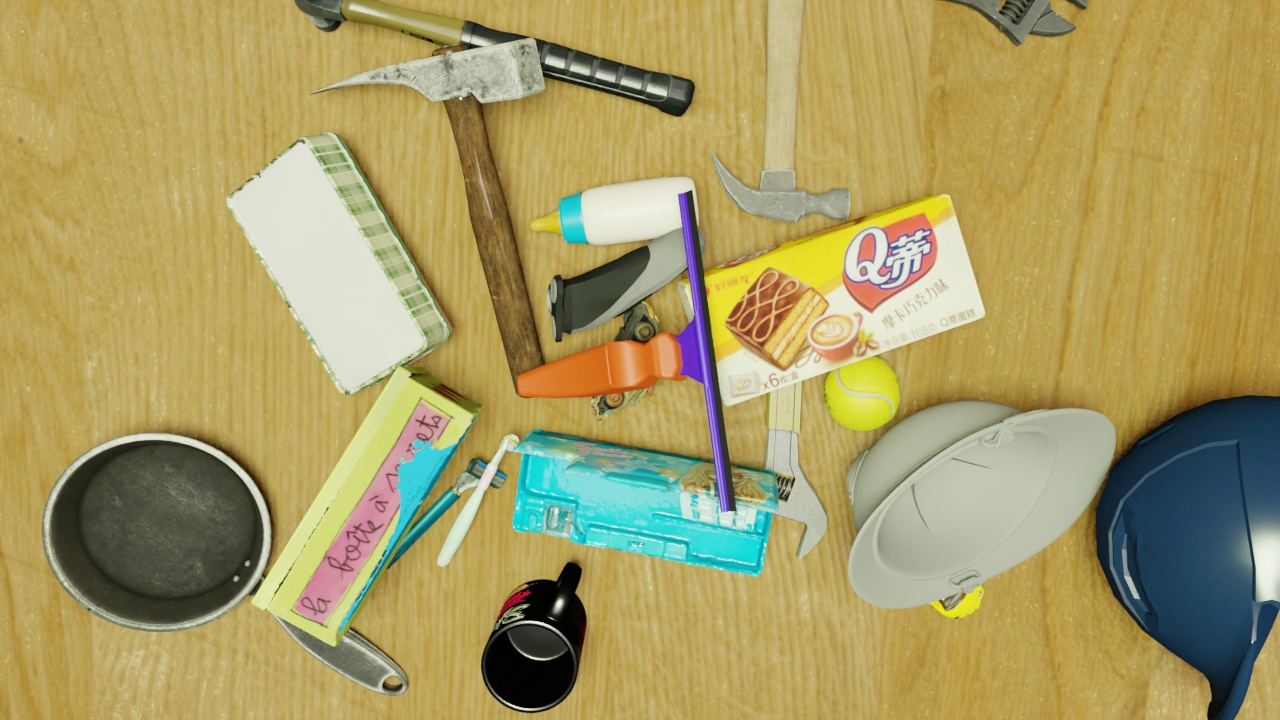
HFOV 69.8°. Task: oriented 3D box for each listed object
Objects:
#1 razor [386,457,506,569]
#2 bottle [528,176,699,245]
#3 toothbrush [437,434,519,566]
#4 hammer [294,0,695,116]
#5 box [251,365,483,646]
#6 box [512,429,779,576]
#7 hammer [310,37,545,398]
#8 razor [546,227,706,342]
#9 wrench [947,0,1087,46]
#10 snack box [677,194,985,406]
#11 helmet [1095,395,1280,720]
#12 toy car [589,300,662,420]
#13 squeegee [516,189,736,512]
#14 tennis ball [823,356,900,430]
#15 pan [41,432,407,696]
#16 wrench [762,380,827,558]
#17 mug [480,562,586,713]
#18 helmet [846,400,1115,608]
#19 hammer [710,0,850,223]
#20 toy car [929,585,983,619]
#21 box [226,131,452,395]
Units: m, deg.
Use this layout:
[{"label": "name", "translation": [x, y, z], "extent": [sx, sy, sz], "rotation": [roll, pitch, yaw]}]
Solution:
[{"label": "razor", "translation": [-0.188, 0.142, 0.844], "extent": [0.144, 0.022, 0.042], "rotation": [-42, 130, 10]}, {"label": "bottle", "translation": [-0.024, -0.126, 0.790], "extent": [0.146, 0.051, 0.051], "rotation": [-7, 97, 2]}, {"label": "toothbrush", "translation": [-0.149, 0.129, 0.826], "extent": [0.015, 0.022, 0.155], "rotation": [40, 113, 20]}, {"label": "hammer", "translation": [-0.118, -0.259, 0.756], "extent": [0.333, 0.118, 0.025], "rotation": [13, 92, -6]}, {"label": "box", "translation": [-0.223, 0.113, 0.776], "extent": [0.081, 0.124, 0.221], "rotation": [30, 90, -5]}, {"label": "box", "translation": [-0.001, 0.128, 0.777], "extent": [0.227, 0.121, 0.098], "rotation": [10, 97, 5]}, {"label": "hammer", "translation": [-0.156, -0.109, 0.788], "extent": [0.218, 0.036, 0.301], "rotation": [2, 114, 30]}, {"label": "razor", "translation": [-0.014, -0.069, 0.783], "extent": [0.156, 0.060, 0.057], "rotation": [-20, 55, 12]}, {"label": "wrench", "translation": [0.242, -0.322, 0.779], "extent": [0.273, 0.018, 0.073], "rotation": [11, 98, 1]}, {"label": "snack box", "translation": [0.157, -0.053, 0.771], "extent": [0.230, 0.061, 0.110], "rotation": [-19, 98, -1]}, {"label": "helmet", "translation": [0.483, 0.161, 0.733], "extent": [0.223, 0.231, 0.272], "rotation": [12, 103, 39]}, {"label": "toy car", "translation": [-0.005, 0.005, 0.809], "extent": [0.047, 0.047, 0.112], "rotation": [19, 103, -24]}, {"label": "squeegee", "translation": [-0.020, 0.006, 0.751], "extent": [0.185, 0.055, 0.249], "rotation": [-11, 82, 25]}, {"label": "tennis ball", "translation": [0.192, 0.028, 0.797], "extent": [0.065, 0.065, 0.065], "rotation": [0, 97, 1]}, {"label": "pan", "translation": [-0.363, 0.202, 0.840], "extent": [0.357, 0.055, 0.187], "rotation": [37, 94, -16]}, {"label": "wrench", "translation": [0.133, 0.043, 0.824], "extent": [0.083, 0.018, 0.273], "rotation": [3, 97, 1]}, {"label": "mug", "translation": [-0.084, 0.235, 0.812], "extent": [0.082, 0.098, 0.118], "rotation": [27, 97, -2]}, {"label": "helmet", "translation": [0.261, 0.096, 0.783], "extent": [0.270, 0.117, 0.184], "rotation": [-16, 126, -20]}, {"label": "hammer", "translation": [0.123, -0.283, 0.771], "extent": [0.119, 0.030, 0.331], "rotation": [1, 101, 2]}, {"label": "toy car", "translation": [0.266, 0.195, 0.835], "extent": [0.107, 0.030, 0.049], "rotation": [36, 95, -4]}, {"label": "box", "translation": [-0.259, -0.081, 0.790], "extent": [0.118, 0.049, 0.205], "rotation": [-29, 94, 27]}]
